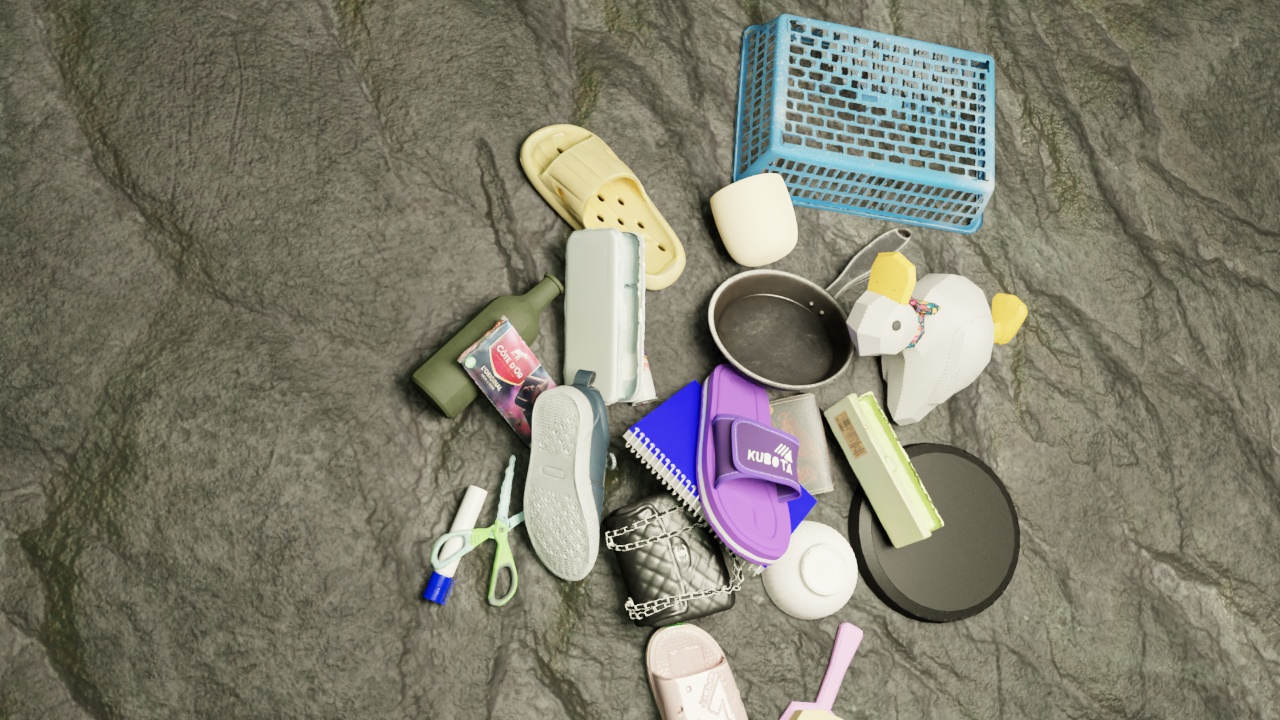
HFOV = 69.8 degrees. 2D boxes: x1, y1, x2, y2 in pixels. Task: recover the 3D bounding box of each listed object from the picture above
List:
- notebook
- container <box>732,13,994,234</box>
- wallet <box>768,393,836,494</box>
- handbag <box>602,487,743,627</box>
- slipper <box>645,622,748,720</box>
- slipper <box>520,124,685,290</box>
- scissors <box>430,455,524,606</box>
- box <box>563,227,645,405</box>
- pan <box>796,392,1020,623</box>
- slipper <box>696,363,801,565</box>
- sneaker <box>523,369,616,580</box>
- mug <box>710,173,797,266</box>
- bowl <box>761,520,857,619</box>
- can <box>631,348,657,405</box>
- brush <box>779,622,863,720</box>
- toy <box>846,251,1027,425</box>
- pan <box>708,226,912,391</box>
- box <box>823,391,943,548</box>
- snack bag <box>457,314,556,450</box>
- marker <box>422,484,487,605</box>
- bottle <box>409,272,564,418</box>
[{"bbox_3d":[0.094,0.129,1.059,0.209,0.022,0.171,45,36,9],"label":"notebook"},{"bbox_3d":[0.315,-0.328,1.235,0.362,0.089,0.256,8,76,-10],"label":"container"},{"bbox_3d":[0.196,0.107,1.139,0.072,0.019,0.123,-13,80,5],"label":"wallet"},{"bbox_3d":[0.033,0.224,1.039,0.125,0.115,0.153,-17,84,-14],"label":"handbag"},{"bbox_3d":[0.075,0.414,1.030,0.094,0.064,0.239,-13,82,-14],"label":"slipper"},{"bbox_3d":[-0.038,-0.203,1.143,0.111,0.079,0.261,-41,88,-20],"label":"slipper"},{"bbox_3d":[-0.165,0.192,1.043,0.159,0.025,0.171,9,79,-22],"label":"scissors"},{"bbox_3d":[-0.042,-0.053,1.101,0.083,0.123,0.215,-2,96,-43],"label":"box"},{"bbox_3d":[0.326,0.168,1.153,0.356,0.034,0.225,45,73,0],"label":"pan"},{"bbox_3d":[0.129,0.091,1.033,0.107,0.084,0.265,23,39,-20],"label":"slipper"},{"bbox_3d":[-0.075,0.131,1.048,0.089,0.087,0.236,8,103,25],"label":"sneaker"},{"bbox_3d":[0.155,-0.172,1.170,0.120,0.096,0.099,-8,78,-54],"label":"mug"},{"bbox_3d":[0.210,0.249,1.095,0.118,0.062,0.118,2,77,-11],"label":"bowl"},{"bbox_3d":[-0.007,0.007,1.123,0.032,0.032,0.095,-12,80,-14],"label":"can"},{"bbox_3d":[0.213,0.417,1.067,0.089,0.043,0.228,27,74,-4],"label":"brush"},{"bbox_3d":[0.347,-0.030,1.126,0.266,0.141,0.247,-18,123,-35],"label":"toy"},{"bbox_3d":[0.234,-0.079,1.174,0.355,0.055,0.187,-34,67,-31],"label":"pan"},{"bbox_3d":[0.302,0.126,1.107,0.083,0.092,0.188,-19,77,-28],"label":"box"},{"bbox_3d":[-0.141,0.030,1.057,0.074,0.018,0.155,-44,122,-17],"label":"snack bag"},{"bbox_3d":[-0.208,0.208,1.041,0.027,0.023,0.133,22,74,-5],"label":"marker"},{"bbox_3d":[-0.173,-0.025,1.077,0.071,0.071,0.206,45,73,1],"label":"bottle"}]
